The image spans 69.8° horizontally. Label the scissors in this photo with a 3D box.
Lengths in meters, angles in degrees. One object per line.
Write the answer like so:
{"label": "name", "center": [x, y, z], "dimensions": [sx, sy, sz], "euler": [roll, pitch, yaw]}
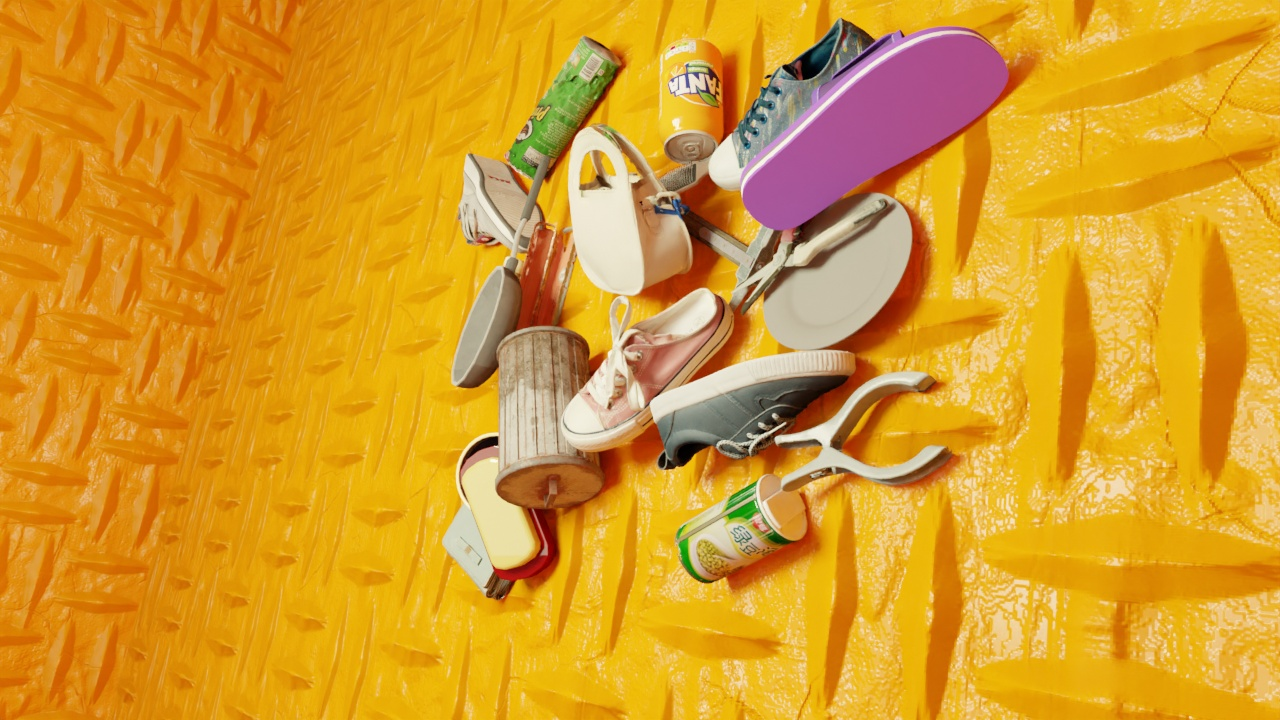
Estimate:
{"label": "scissors", "center": [0.175, -0.130, 0.948], "dimensions": [0.180, 0.015, 0.193], "euler": [2, 65, 53]}

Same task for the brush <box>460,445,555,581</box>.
{"label": "brush", "center": [-0.173, 0.193, 1.165], "dimensions": [0.082, 0.042, 0.173], "euler": [-27, 75, 13]}

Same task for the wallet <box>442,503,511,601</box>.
{"label": "wallet", "center": [-0.210, 0.251, 1.242], "dimensions": [0.132, 0.054, 0.100], "euler": [27, 96, 47]}

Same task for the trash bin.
{"label": "trash bin", "center": [-0.116, 0.078, 1.140], "dimensions": [0.131, 0.130, 0.210], "euler": [-34, 49, 37]}

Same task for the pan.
{"label": "pan", "center": [-0.183, -0.125, 1.287], "dimensions": [0.179, 0.041, 0.356], "euler": [-14, 57, 66]}

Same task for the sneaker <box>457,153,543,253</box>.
{"label": "sneaker", "center": [-0.236, -0.222, 1.455], "dimensions": [0.263, 0.096, 0.129], "euler": [54, 128, 45]}

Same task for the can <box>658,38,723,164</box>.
{"label": "can", "center": [0.063, -0.322, 1.139], "dimensions": [0.079, 0.079, 0.142], "euler": [-21, 58, 44]}

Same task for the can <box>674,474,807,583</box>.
{"label": "can", "center": [0.098, 0.165, 0.894], "dimensions": [0.121, 0.067, 0.067], "euler": [-38, 48, 35]}

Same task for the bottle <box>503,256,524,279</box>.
{"label": "bottle", "center": [-0.213, -0.074, 1.378], "dimensions": [0.060, 0.059, 0.166], "euler": [17, 87, 52]}

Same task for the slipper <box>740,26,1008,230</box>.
{"label": "slipper", "center": [0.212, -0.240, 0.897], "dimensions": [0.267, 0.107, 0.083], "euler": [-34, 36, 28]}

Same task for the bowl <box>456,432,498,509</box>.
{"label": "bowl", "center": [-0.183, 0.154, 1.230], "dimensions": [0.112, 0.061, 0.112], "euler": [-3, 82, 18]}

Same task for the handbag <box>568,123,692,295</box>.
{"label": "handbag", "center": [-0.018, -0.187, 1.100], "dimensions": [0.201, 0.092, 0.200], "euler": [21, 129, 60]}

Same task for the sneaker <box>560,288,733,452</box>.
{"label": "sneaker", "center": [-0.006, 0.006, 1.010], "dimensions": [0.241, 0.088, 0.118], "euler": [-43, 50, 11]}

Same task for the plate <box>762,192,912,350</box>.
{"label": "plate", "center": [0.195, -0.088, 0.915], "dimensions": [0.179, 0.012, 0.178], "euler": [-33, 40, 34]}

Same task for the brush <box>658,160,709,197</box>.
{"label": "brush", "center": [0.073, -0.234, 1.109], "dimensions": [0.136, 0.015, 0.049], "euler": [-22, 39, 24]}

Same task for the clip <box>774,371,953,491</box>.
{"label": "clip", "center": [0.200, 0.096, 0.817], "dimensions": [0.172, 0.029, 0.141], "euler": [-32, 51, 28]}

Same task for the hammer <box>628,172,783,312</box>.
{"label": "hammer", "center": [0.055, -0.168, 1.124], "dimensions": [0.317, 0.028, 0.147], "euler": [43, 113, 50]}

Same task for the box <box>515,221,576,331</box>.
{"label": "box", "center": [-0.139, -0.106, 1.318], "dimensions": [0.043, 0.083, 0.187], "euler": [79, -157, -83]}

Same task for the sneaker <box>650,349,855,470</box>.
{"label": "sneaker", "center": [0.108, 0.052, 0.914], "dimensions": [0.236, 0.089, 0.087], "euler": [-22, 75, 36]}

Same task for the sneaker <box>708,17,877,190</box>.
{"label": "sneaker", "center": [0.155, -0.272, 0.992], "dimensions": [0.236, 0.079, 0.087], "euler": [-34, 38, 32]}

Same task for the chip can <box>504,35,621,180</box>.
{"label": "chip can", "center": [-0.118, -0.380, 1.387], "dimensions": [0.224, 0.075, 0.075], "euler": [-51, 42, 21]}
